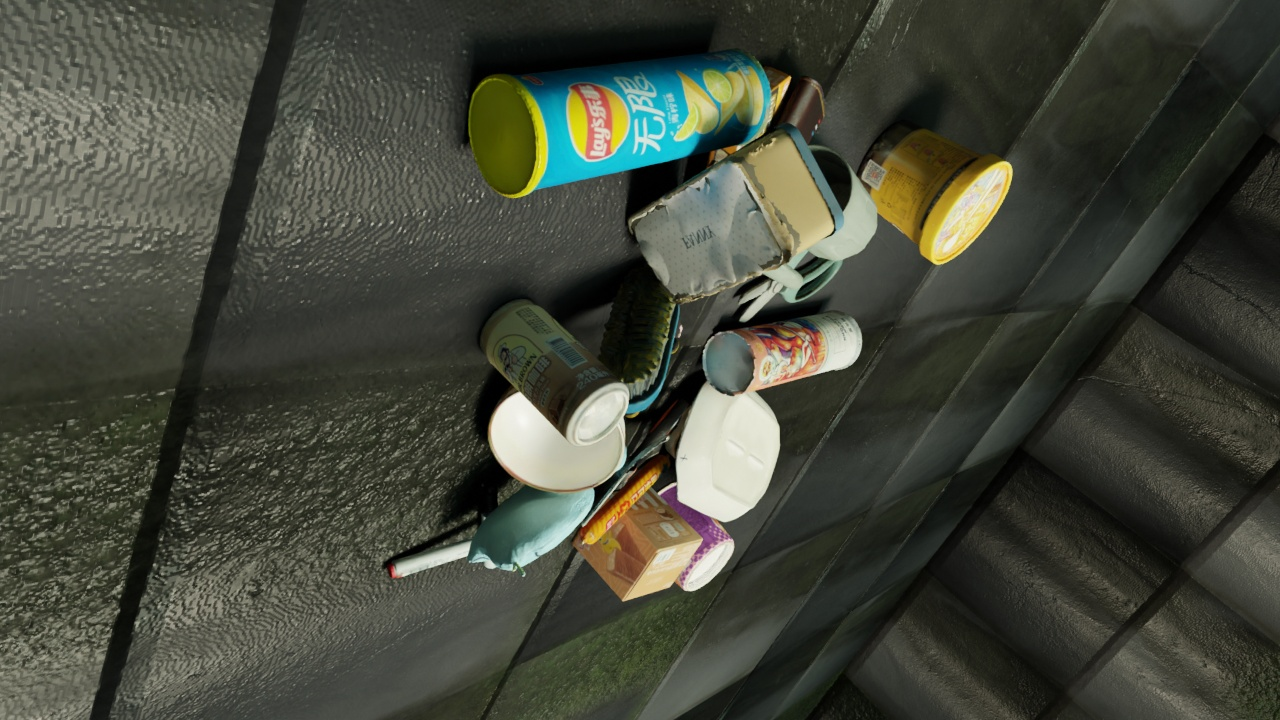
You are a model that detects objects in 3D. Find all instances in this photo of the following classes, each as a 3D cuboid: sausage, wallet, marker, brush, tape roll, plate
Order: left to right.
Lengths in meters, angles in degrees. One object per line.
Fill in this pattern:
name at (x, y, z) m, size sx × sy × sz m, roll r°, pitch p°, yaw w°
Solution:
marker at (-0.159, 0.171, 0.838) m, size 0.145 × 0.017 × 0.017 m, roll -12°, pitch 137°, yaw -30°
marker at (-0.144, 0.158, 0.868) m, size 0.022 × 0.018 × 0.131 m, roll -20°, pitch 141°, yaw -26°
sausage at (-0.015, 0.147, 0.989) m, size 0.164 × 0.021 × 0.021 m, roll -40°, pitch 154°, yaw -41°
brush at (-0.001, -0.012, 0.754) m, size 0.074 × 0.055 × 0.143 m, roll 88°, pitch 12°, yaw -47°
tape roll at (0.064, 0.077, 1.050) m, size 0.085 × 0.014 × 0.086 m, roll -33°, pitch 148°, yaw -25°
plate at (0.110, 0.104, 1.060) m, size 0.265 × 0.034 × 0.162 m, roll 39°, pitch 69°, yaw -61°
wallet at (0.117, -0.166, 0.767) m, size 0.122 × 0.020 × 0.096 m, roll -63°, pitch 164°, yaw 5°

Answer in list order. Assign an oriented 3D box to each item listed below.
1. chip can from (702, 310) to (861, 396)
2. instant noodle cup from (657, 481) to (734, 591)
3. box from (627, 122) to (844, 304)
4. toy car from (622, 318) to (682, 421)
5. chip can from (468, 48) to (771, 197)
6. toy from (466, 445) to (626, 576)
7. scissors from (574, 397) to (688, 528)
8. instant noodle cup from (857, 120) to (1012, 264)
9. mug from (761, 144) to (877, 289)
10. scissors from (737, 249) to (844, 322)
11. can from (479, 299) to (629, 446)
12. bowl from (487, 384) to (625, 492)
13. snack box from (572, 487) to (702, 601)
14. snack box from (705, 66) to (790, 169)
chip can at (0.160, -0.010, 1.013) m, size 0.214 × 0.071 × 0.071 m, roll -11°, pitch 135°, yaw -46°
instant noodle cup at (0.054, 0.220, 1.126) m, size 0.111 × 0.099 × 0.112 m, roll -35°, pitch 150°, yaw -24°
box at (0.066, -0.103, 0.671) m, size 0.062 × 0.090 × 0.185 m, roll -34°, pitch -170°, yaw -28°
toy car at (-0.005, 0.005, 0.848) m, size 0.122 × 0.037 × 0.056 m, roll -57°, pitch 155°, yaw -8°
chip can at (-0.006, -0.160, 0.603) m, size 0.209 × 0.071 × 0.071 m, roll -21°, pitch 142°, yaw -39°
toy at (-0.082, 0.127, 0.816) m, size 0.162 × 0.156 × 0.050 m, roll -28°, pitch 112°, yaw 14°
scissors at (-0.010, 0.107, 0.902) m, size 0.220 × 0.021 × 0.234 m, roll -46°, pitch 179°, yaw -40°
instant noodle cup at (0.294, -0.178, 0.940) m, size 0.118 × 0.114 × 0.119 m, roll -34°, pitch 149°, yaw -24°
mug at (0.158, -0.126, 0.853) m, size 0.124 × 0.084 × 0.103 m, roll -56°, pitch 152°, yaw 10°
scissors at (0.168, -0.092, 0.977) m, size 0.176 × 0.019 × 0.172 m, roll -49°, pitch 152°, yaw 0°
can at (-0.065, 0.008, 0.685) m, size 0.058 × 0.116 × 0.059 m, roll -34°, pitch 148°, yaw -25°
bowl at (-0.067, 0.049, 0.771) m, size 0.062 × 0.113 × 0.114 m, roll -83°, pitch -169°, yaw -54°
snack box at (-0.003, 0.204, 1.031) m, size 0.092 × 0.094 × 0.077 m, roll 3°, pitch 124°, yaw -55°
snack box at (0.079, -0.156, 0.753) m, size 0.075 × 0.026 × 0.154 m, roll -44°, pitch 155°, yaw -39°
